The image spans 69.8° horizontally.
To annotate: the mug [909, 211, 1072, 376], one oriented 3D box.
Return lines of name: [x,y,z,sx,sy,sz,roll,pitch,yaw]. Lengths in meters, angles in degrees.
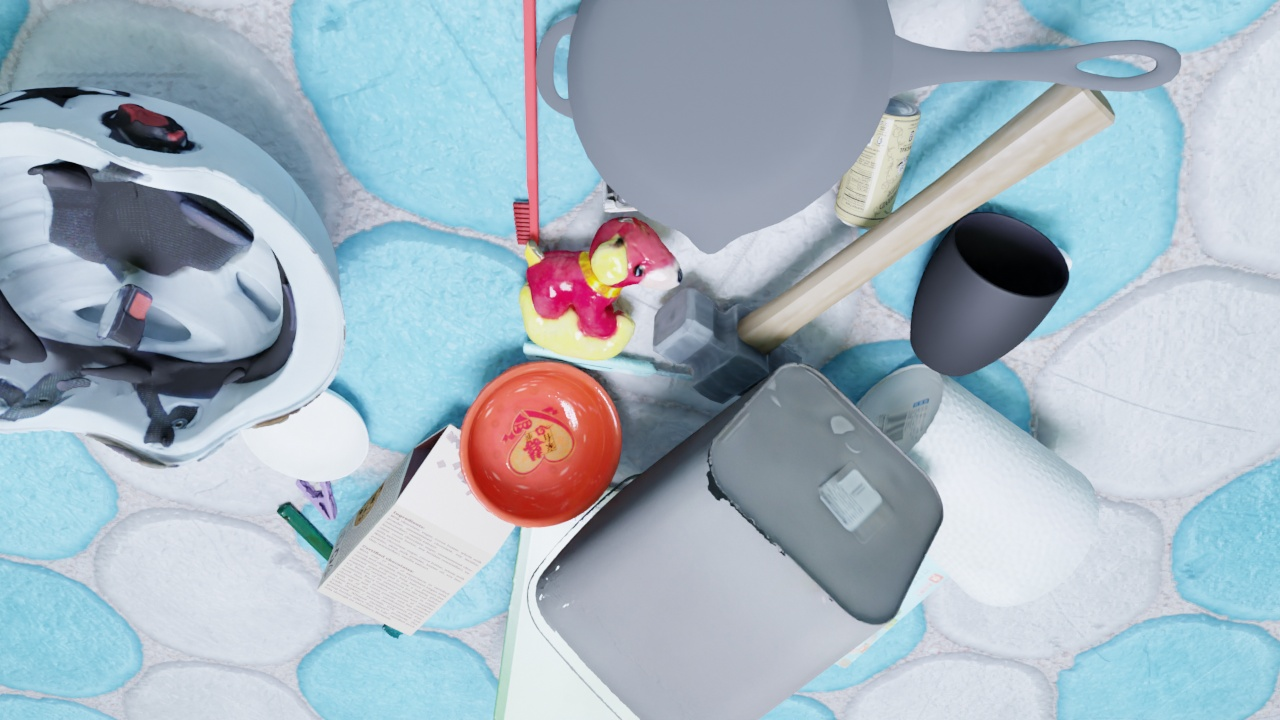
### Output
mug: [0.249,-0.043,0.649,0.118,0.085,0.100,-15,146,-25]

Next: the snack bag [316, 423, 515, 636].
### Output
snack bag: [-0.179,0.140,0.790,0.094,0.069,0.207,34,120,-20]

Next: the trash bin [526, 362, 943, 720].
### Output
trash bin: [0.071,0.137,0.653,0.197,0.196,0.221,44,134,5]

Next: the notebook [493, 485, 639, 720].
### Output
notebook: [-0.029,0.234,0.826,0.182,0.010,0.253,8,102,-6]

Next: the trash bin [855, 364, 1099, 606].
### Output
trash bin: [0.246,0.091,0.712,0.161,0.133,0.134,38,118,-17]

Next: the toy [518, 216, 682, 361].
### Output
toy: [-0.038,-0.054,0.659,0.105,0.067,0.138,32,133,-18]

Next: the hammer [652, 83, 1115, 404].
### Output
hammer: [0.149,-0.068,0.602,0.117,0.051,0.324,30,133,-26]

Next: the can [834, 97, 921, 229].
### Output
can: [0.155,-0.130,0.606,0.038,0.038,0.080,6,126,-3]

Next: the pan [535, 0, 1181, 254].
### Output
pan: [0.105,-0.165,0.513,0.355,0.024,0.216,5,99,15]

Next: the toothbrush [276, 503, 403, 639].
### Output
toothbrush: [-0.281,0.204,0.871,0.016,0.017,0.190,-21,122,16]

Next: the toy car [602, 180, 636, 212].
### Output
toy car: [0.031,-0.115,0.624,0.113,0.039,0.039,-3,147,5]

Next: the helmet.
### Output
helmet: [-0.316,-0.068,0.590,0.264,0.163,0.237,3,130,-8]

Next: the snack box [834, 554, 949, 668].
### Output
snack box: [0.204,0.205,0.837,0.075,0.053,0.175,25,124,-16]

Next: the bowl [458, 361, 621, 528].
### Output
bowl: [-0.083,0.063,0.726,0.130,0.045,0.130,-2,95,-21]

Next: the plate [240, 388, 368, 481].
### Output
plate: [-0.274,0.053,0.758,0.104,0.026,0.104,1,126,1]

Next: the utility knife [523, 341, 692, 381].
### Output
utility knife: [-0.004,0.004,0.723,0.177,0.015,0.022,9,154,-7]

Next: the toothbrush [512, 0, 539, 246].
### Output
toothbrush: [-0.077,-0.169,0.601,0.018,0.012,0.213,3,126,-1]

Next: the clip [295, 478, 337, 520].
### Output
clip: [-0.288,0.120,0.815,0.046,0.014,0.050,13,123,-8]
